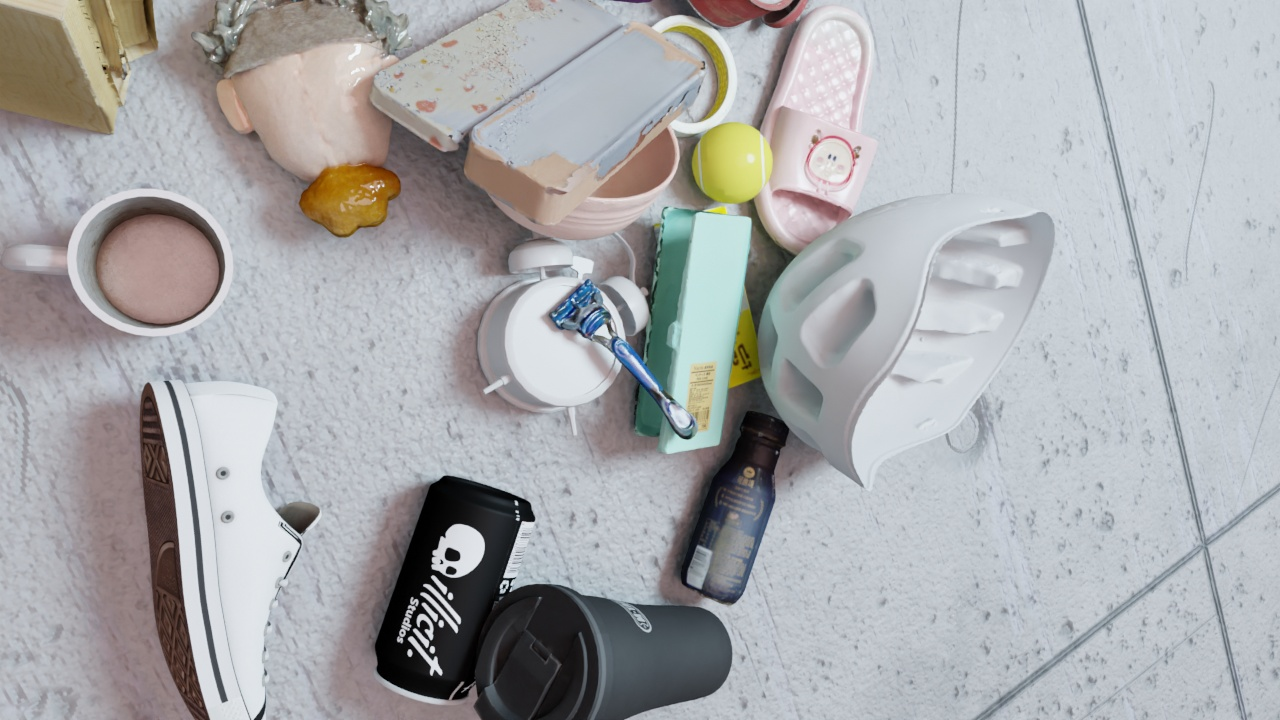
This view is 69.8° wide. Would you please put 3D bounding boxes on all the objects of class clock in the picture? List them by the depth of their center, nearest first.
[{"bbox_3d":[-0.058,-0.031,0.700,0.120,0.061,0.159,28,77,-22],"label":"clock"},{"bbox_3d":[0.087,-0.326,0.746,0.156,0.062,0.110,-1,88,-43],"label":"clock"}]

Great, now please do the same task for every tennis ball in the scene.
[{"bbox_3d":[0.075,-0.161,0.748,0.065,0.065,0.065,-2,94,-26],"label":"tennis ball"}]

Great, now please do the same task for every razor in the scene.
[{"bbox_3d":[-0.004,0.004,0.671,0.141,0.018,0.043,48,70,-9],"label":"razor"}]

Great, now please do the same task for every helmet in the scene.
[{"bbox_3d":[0.228,-0.030,0.754,0.282,0.183,0.225,-19,139,-17],"label":"helmet"}]

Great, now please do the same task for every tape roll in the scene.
[{"bbox_3d":[0.035,-0.231,0.750,0.094,0.019,0.094,-1,93,-26],"label":"tape roll"}]

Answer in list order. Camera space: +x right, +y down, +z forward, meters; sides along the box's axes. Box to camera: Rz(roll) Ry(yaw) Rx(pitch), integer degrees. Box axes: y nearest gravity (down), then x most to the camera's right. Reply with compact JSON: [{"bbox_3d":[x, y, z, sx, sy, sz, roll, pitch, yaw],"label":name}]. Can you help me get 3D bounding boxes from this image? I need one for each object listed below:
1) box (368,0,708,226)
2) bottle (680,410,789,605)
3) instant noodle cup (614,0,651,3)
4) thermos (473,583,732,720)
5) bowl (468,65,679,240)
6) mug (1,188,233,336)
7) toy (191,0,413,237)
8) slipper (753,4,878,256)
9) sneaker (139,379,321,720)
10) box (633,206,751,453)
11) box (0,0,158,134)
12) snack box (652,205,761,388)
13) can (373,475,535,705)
[{"bbox_3d":[-0.062,-0.188,0.627,0.151,0.043,0.215,31,48,11],"label":"box"},{"bbox_3d":[0.083,0.122,0.774,0.056,0.056,0.160,23,84,-25],"label":"bottle"},{"bbox_3d":[-0.017,-0.351,0.671,0.137,0.122,0.121,33,69,-14],"label":"instant noodle cup"},{"bbox_3d":[-0.015,0.219,0.674,0.218,0.106,0.106,20,84,-53],"label":"thermos"},{"bbox_3d":[-0.055,-0.140,0.666,0.153,0.076,0.152,10,48,-12],"label":"bowl"},{"bbox_3d":[-0.312,-0.057,0.552,0.119,0.096,0.083,0,93,-26],"label":"mug"},{"bbox_3d":[-0.208,-0.169,0.606,0.133,0.076,0.176,-11,97,0],"label":"toy"},{"bbox_3d":[0.155,-0.197,0.790,0.106,0.056,0.221,10,89,-24],"label":"slipper"},{"bbox_3d":[-0.260,0.130,0.602,0.097,0.091,0.245,-9,95,-40],"label":"sneaker"},{"bbox_3d":[0.044,-0.022,0.708,0.077,0.080,0.189,8,100,-4],"label":"box"},{"bbox_3d":[-0.313,-0.205,0.458,0.141,0.249,0.184,33,79,-24],"label":"box"},{"bbox_3d":[0.058,-0.050,0.768,0.061,0.026,0.149,-19,101,-23],"label":"snack box"},{"bbox_3d":[-0.134,0.162,0.660,0.080,0.080,0.146,21,84,-25],"label":"can"}]
